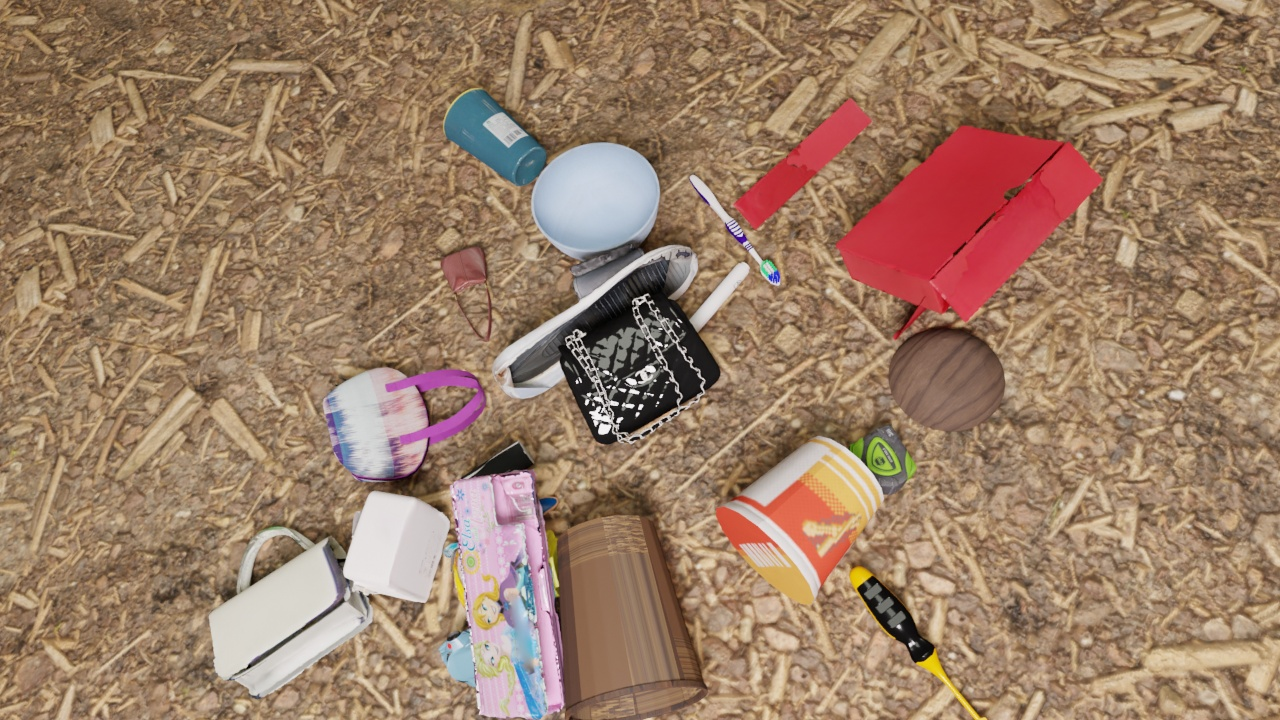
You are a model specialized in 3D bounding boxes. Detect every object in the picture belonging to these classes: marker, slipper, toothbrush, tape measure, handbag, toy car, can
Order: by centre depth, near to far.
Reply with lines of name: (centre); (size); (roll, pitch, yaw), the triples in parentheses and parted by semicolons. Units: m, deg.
toothbrush: (0.266, 0.275, 0.864); (0.031, 0.031, 0.196); (-38, 68, -3)
toy car: (-0.145, 0.286, 0.912); (0.107, 0.027, 0.060); (-25, 104, -3)
can: (-0.133, 0.214, 0.936); (0.105, 0.068, 0.067); (-11, 65, 5)
tape measure: (0.245, 0.106, 0.939); (0.058, 0.036, 0.065); (-19, 61, -9)
handbag: (-0.005, 0.006, 0.964); (0.153, 0.114, 0.125); (-29, 96, -1)
handbag: (-0.373, 0.247, 0.973); (0.151, 0.074, 0.176); (-34, 47, -8)
toothbrush: (-0.150, 0.178, 0.983); (0.135, 0.017, 0.021); (-26, 67, -2)
can: (-0.158, 0.121, 1.000); (0.080, 0.031, 0.031); (-33, 66, -6)
slipper: (-0.055, -0.058, 1.025); (0.263, 0.111, 0.063); (-38, 59, -3)
handbag: (-0.259, 0.059, 1.034); (0.170, 0.068, 0.144); (-19, 65, -6)
marker: (0.080, -0.063, 1.047); (0.017, 0.020, 0.133); (35, 76, 25)
toothbrush: (0.110, -0.158, 1.086); (0.015, 0.016, 0.186); (-32, 66, -5)
handbag: (-0.200, -0.076, 1.100); (0.055, 0.029, 0.119); (-21, 70, 3)

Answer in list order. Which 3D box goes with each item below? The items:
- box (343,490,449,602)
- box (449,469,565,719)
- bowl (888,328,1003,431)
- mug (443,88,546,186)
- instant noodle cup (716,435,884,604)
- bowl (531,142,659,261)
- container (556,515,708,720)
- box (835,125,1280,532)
box: (-0.270, 0.192, 0.949); (0.102, 0.108, 0.102); (8, 69, 16)
box: (-0.127, 0.222, 0.867); (0.085, 0.063, 0.230); (-9, 85, 4)
bowl: (0.324, 0.013, 0.966); (0.119, 0.032, 0.119); (-4, 66, 8)
mug: (-0.180, -0.278, 1.157); (0.121, 0.078, 0.078); (41, 78, 18)
instant noodle cup: (0.160, 0.148, 0.893); (0.121, 0.123, 0.123); (-41, 66, -18)
bowl: (-0.048, -0.175, 1.088); (0.151, 0.075, 0.150); (-3, 66, 7)
container: (-0.018, 0.245, 0.876); (0.132, 0.132, 0.167); (-14, 59, 3)
box: (0.416, -0.061, 0.891); (0.212, 0.128, 0.425); (-44, 69, -12)
